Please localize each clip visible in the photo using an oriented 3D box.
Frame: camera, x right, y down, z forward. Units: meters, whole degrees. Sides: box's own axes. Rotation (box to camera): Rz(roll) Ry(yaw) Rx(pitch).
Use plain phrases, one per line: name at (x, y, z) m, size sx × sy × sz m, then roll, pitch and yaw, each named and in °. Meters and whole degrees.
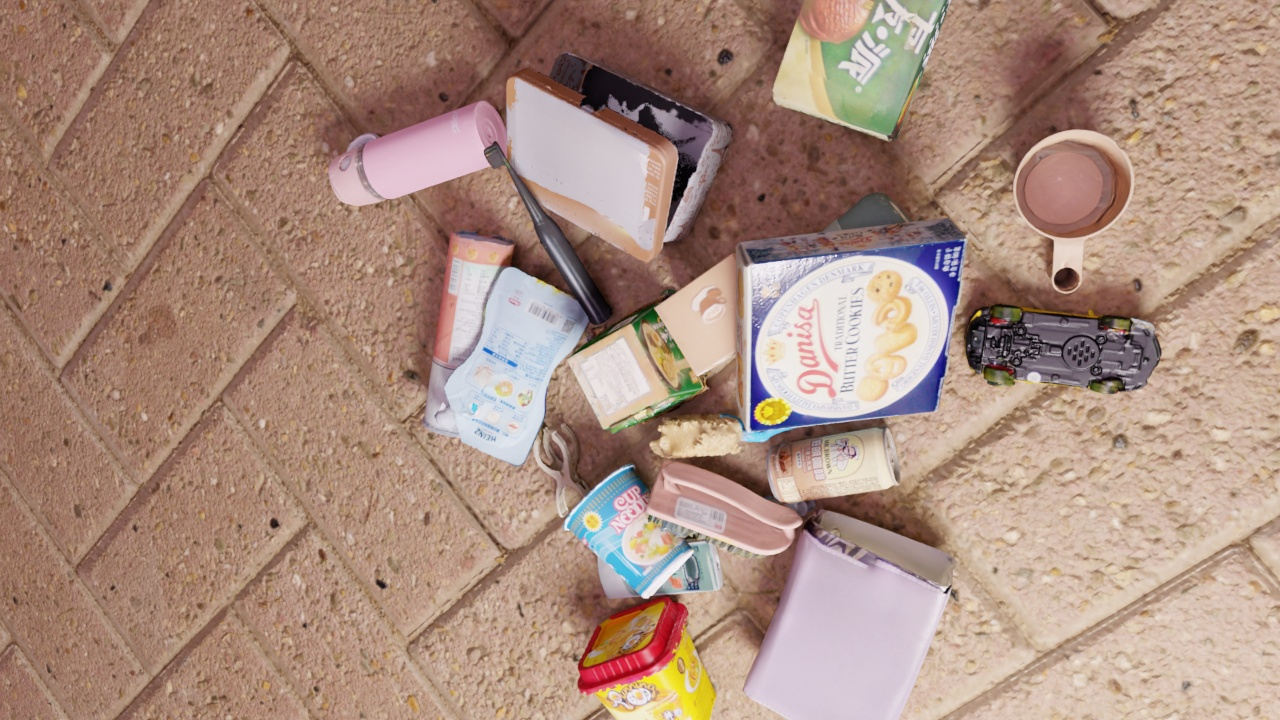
clip at (0.147, 0.146, 0.922) m, size 0.056 × 0.027 × 0.024 m, roll -13°, pitch 92°, yaw 33°
clip at (-0.092, 0.121, 1.001) m, size 0.076 × 0.034 × 0.103 m, roll -5°, pitch 105°, yaw 19°

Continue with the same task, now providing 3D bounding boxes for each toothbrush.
toothbrush at (-0.089, -0.121, 0.898) m, size 0.027 × 0.026 × 0.213 m, roll -32°, pitch 120°, yaw 2°

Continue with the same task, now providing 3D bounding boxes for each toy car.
toy car at (0.362, -0.010, 0.796) m, size 0.156 × 0.041 × 0.071 m, roll 7°, pitch 101°, yaw 22°

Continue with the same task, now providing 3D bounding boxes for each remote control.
remote control at (0.019, 0.222, 0.981) m, size 0.135 × 0.019 × 0.056 m, roll -10°, pitch 96°, yaw 22°

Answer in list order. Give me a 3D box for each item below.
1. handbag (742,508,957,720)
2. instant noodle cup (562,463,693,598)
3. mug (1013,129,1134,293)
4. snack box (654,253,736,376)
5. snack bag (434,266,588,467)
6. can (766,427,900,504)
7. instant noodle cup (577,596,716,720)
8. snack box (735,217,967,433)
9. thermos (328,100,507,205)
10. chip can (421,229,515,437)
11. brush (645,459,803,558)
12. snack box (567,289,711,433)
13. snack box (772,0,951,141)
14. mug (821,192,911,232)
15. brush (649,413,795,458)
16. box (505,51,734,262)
handbag at (0.198, 0.256, 0.875) m, size 0.145 × 0.098 × 0.197 m, roll 21°, pitch 107°, yaw 15°
instant noodle cup at (-0.007, 0.178, 0.936) m, size 0.110 × 0.099 × 0.099 m, roll 45°, pitch 111°, yaw 15°
mug at (0.348, -0.121, 0.749) m, size 0.084 × 0.103 × 0.125 m, roll 2°, pitch 100°, yaw 21°
snack box at (0.083, -0.047, 0.870) m, size 0.093 × 0.094 × 0.077 m, roll -33°, pitch 86°, yaw 23°
snack bag at (-0.134, 0.007, 0.959) m, size 0.110 × 0.039 × 0.191 m, roll 25°, pitch 93°, yaw -22°
can at (0.183, 0.101, 0.875) m, size 0.116 × 0.058 × 0.058 m, roll -12°, pitch 94°, yaw 22°
instant noodle cup at (0.014, 0.333, 0.959) m, size 0.116 × 0.115 × 0.123 m, roll -26°, pitch 100°, yaw 22°
snack box at (0.175, -0.026, 0.790) m, size 0.182 × 0.045 × 0.178 m, roll -7°, pitch 127°, yaw -3°
thermos at (-0.241, -0.225, 0.986) m, size 0.199 × 0.067 × 0.087 m, roll -12°, pitch 63°, yaw 24°
chip can at (-0.186, -0.029, 0.989) m, size 0.071 × 0.071 × 0.215 m, roll 16°, pitch 105°, yaw 18°
brush at (0.081, 0.146, 0.887) m, size 0.145 × 0.063 × 0.073 m, roll 21°, pitch 137°, yaw 2°
snack box at (-0.005, 0.005, 0.907) m, size 0.118 × 0.105 × 0.117 m, roll -29°, pitch 87°, yaw 22°
snack box at (0.209, -0.322, 0.791) m, size 0.114 × 0.063 × 0.240 m, roll 24°, pitch 106°, yaw 15°
mug at (0.207, -0.082, 0.829) m, size 0.111 × 0.082 × 0.106 m, roll 41°, pitch 112°, yaw -19°
brush at (0.134, 0.061, 0.888) m, size 0.255 × 0.083 × 0.046 m, roll -10°, pitch 88°, yaw 14°
box at (-0.036, -0.192, 0.856) m, size 0.181 × 0.157 × 0.149 m, roll 29°, pitch 107°, yaw 14°
